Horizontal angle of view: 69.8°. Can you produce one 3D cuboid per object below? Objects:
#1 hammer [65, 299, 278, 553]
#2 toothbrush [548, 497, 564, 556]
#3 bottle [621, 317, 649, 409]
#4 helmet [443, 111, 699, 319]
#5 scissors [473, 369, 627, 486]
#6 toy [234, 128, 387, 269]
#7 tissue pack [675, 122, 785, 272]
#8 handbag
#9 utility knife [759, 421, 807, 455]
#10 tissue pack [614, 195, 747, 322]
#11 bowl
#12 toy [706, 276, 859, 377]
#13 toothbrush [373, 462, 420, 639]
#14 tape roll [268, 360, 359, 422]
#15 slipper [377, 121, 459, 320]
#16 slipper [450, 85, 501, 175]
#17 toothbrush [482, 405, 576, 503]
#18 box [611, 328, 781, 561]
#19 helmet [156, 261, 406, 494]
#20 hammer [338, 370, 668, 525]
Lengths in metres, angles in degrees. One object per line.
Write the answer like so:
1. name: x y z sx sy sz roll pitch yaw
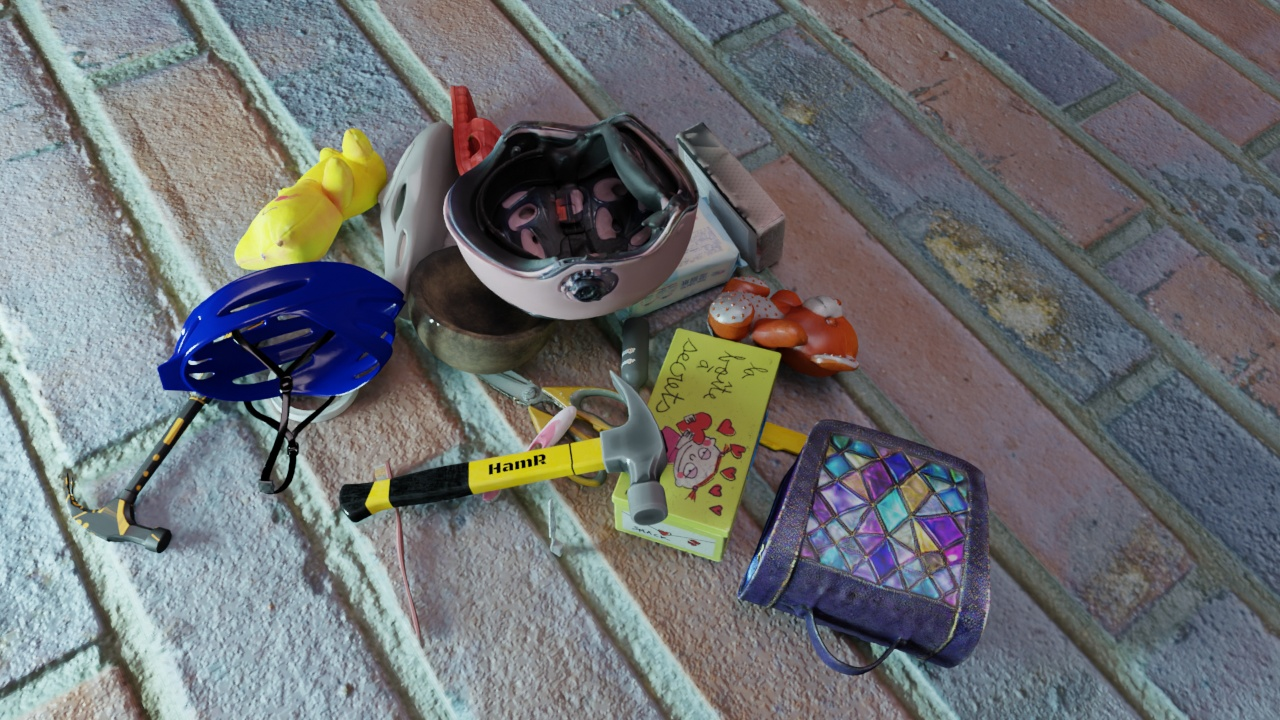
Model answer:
1. hammer: -0.459 0.040 0.947 0.123 0.036 0.319 20 60 6
2. toothbrush: -0.076 0.153 0.831 0.010 0.182 0.010 32 67 10
3. bottle: -0.006 0.006 1.022 0.030 0.030 0.112 4 57 -4
4. helmet: -0.071 -0.136 0.954 0.255 0.153 0.230 -22 56 -20
5. scissors: -0.112 0.054 0.985 0.228 0.016 0.133 21 68 15
6. toy: -0.374 -0.173 1.060 0.087 0.135 0.193 50 48 -27
7. tissue pack: 0.118 -0.205 1.135 0.071 0.104 0.181 -34 65 -8
8. handbag: 0.214 0.189 0.878 0.205 0.126 0.221 18 59 4
9. utility knife: 0.223 0.110 0.992 0.219 0.019 0.030 18 63 11
10. tissue pack: 0.027 -0.126 1.088 0.181 0.070 0.112 -22 63 -22
11. bowl: -0.172 -0.050 0.995 0.162 0.070 0.162 11 41 -10
12. toy: 0.163 -0.039 1.024 0.172 0.093 0.163 20 16 6
13. toothbrush: -0.235 0.183 0.893 0.015 0.015 0.184 -14 62 -12
14. tape roll: -0.348 0.023 0.980 0.093 0.013 0.092 3 58 -5
15. slipper: -0.274 -0.167 1.065 0.081 0.113 0.265 1 62 7
16. slipper: -0.187 -0.248 1.120 0.059 0.104 0.248 -16 58 0
17. toothbrush: -0.113 0.097 0.948 0.021 0.016 0.134 37 70 21
18. box: 0.061 0.081 0.948 0.124 0.082 0.220 17 59 12
19. helmet: -0.330 0.012 0.892 0.241 0.148 0.227 -13 62 -25
20. hammer: -0.135 0.105 0.890 0.324 0.034 0.169 -11 49 3
